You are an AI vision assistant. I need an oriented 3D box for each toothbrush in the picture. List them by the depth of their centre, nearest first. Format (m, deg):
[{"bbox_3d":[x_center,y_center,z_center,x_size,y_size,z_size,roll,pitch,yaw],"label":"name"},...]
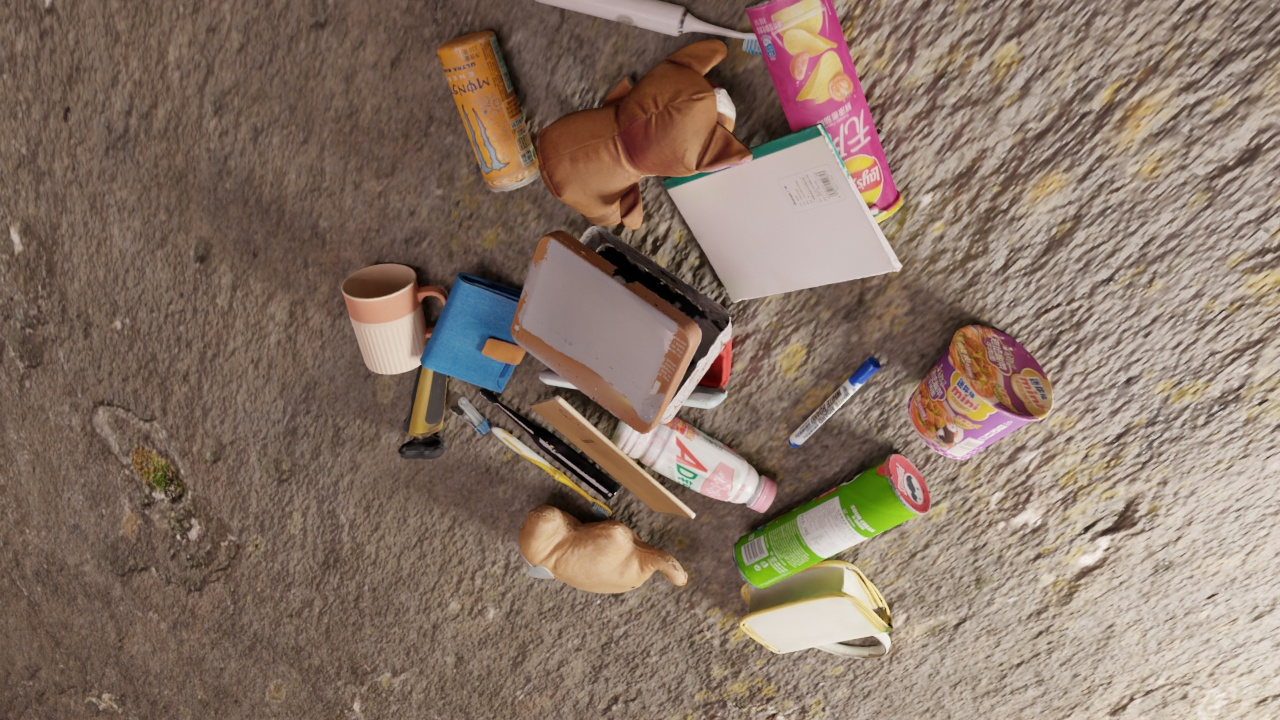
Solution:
[{"bbox_3d":[0.009,-0.308,0.818,0.221,0.026,0.026,17,94,9],"label":"toothbrush"},{"bbox_3d":[-0.116,0.102,1.144,0.212,0.027,0.026,38,83,-6],"label":"toothbrush"},{"bbox_3d":[-0.114,0.145,1.175,0.191,0.018,0.016,38,125,-9],"label":"toothbrush"}]

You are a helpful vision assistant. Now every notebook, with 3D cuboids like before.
[{"bbox_3d":[0.123,-0.128,0.852,0.210,0.012,0.150,-6,124,53],"label":"notebook"},{"bbox_3d":[-0.037,0.115,1.079,0.207,0.008,0.148,42,164,-10],"label":"notebook"}]

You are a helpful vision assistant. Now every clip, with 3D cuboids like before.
[{"bbox_3d":[-0.215,0.072,1.161,0.057,0.024,0.028,41,123,-5],"label":"clip"}]

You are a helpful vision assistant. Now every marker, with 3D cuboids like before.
[{"bbox_3d":[0.207,0.048,0.991,0.017,0.016,0.146,34,128,-4],"label":"marker"}]

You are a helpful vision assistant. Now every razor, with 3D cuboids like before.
[{"bbox_3d":[-0.265,0.058,1.153,0.067,0.062,0.168,40,129,32],"label":"razor"}]

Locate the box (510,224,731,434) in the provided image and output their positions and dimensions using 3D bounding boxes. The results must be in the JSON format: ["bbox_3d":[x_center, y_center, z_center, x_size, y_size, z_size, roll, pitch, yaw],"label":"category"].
[{"bbox_3d":[-0.024,-0.036,0.877,0.182,0.168,0.150,35,85,11],"label":"box"}]

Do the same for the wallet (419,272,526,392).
[{"bbox_3d":[-0.181,-0.029,1.048,0.106,0.040,0.133,20,124,-19],"label":"wallet"}]

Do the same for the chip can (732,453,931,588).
[{"bbox_3d":[0.212,0.188,1.049,0.072,0.072,0.237,45,126,-12],"label":"chip can"}]

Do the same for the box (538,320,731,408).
[{"bbox_3d":[-0.007,0.009,0.993,0.201,0.099,0.095,8,126,15],"label":"box"}]

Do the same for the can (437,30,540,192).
[{"bbox_3d":[-0.147,-0.243,0.900,0.058,0.058,0.146,-5,120,23],"label":"can"}]

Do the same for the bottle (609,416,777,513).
[{"bbox_3d":[0.063,0.115,1.061,0.197,0.068,0.068,28,128,-4],"label":"bottle"}]

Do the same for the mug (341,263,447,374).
[{"bbox_3d":[-0.279,-0.050,1.074,0.114,0.081,0.106,-7,125,-4],"label":"mug"}]

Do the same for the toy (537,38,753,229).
[{"bbox_3d":[0.007,-0.199,0.837,0.200,0.130,0.140,-22,84,36],"label":"toy"}]

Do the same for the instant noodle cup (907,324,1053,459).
[{"bbox_3d":[0.321,0.036,0.891,0.111,0.111,0.099,31,137,-2],"label":"instant noodle cup"}]

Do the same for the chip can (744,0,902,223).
[{"bbox_3d":[0.159,-0.219,0.794,0.072,0.071,0.210,-14,116,28],"label":"chip can"}]

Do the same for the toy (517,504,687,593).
[{"bbox_3d":[-0.048,0.253,1.185,0.226,0.082,0.144,12,145,8],"label":"toy"}]

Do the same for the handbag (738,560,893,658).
[{"bbox_3d":[0.230,0.325,1.152,0.164,0.063,0.179,-23,127,32],"label":"handbag"}]
